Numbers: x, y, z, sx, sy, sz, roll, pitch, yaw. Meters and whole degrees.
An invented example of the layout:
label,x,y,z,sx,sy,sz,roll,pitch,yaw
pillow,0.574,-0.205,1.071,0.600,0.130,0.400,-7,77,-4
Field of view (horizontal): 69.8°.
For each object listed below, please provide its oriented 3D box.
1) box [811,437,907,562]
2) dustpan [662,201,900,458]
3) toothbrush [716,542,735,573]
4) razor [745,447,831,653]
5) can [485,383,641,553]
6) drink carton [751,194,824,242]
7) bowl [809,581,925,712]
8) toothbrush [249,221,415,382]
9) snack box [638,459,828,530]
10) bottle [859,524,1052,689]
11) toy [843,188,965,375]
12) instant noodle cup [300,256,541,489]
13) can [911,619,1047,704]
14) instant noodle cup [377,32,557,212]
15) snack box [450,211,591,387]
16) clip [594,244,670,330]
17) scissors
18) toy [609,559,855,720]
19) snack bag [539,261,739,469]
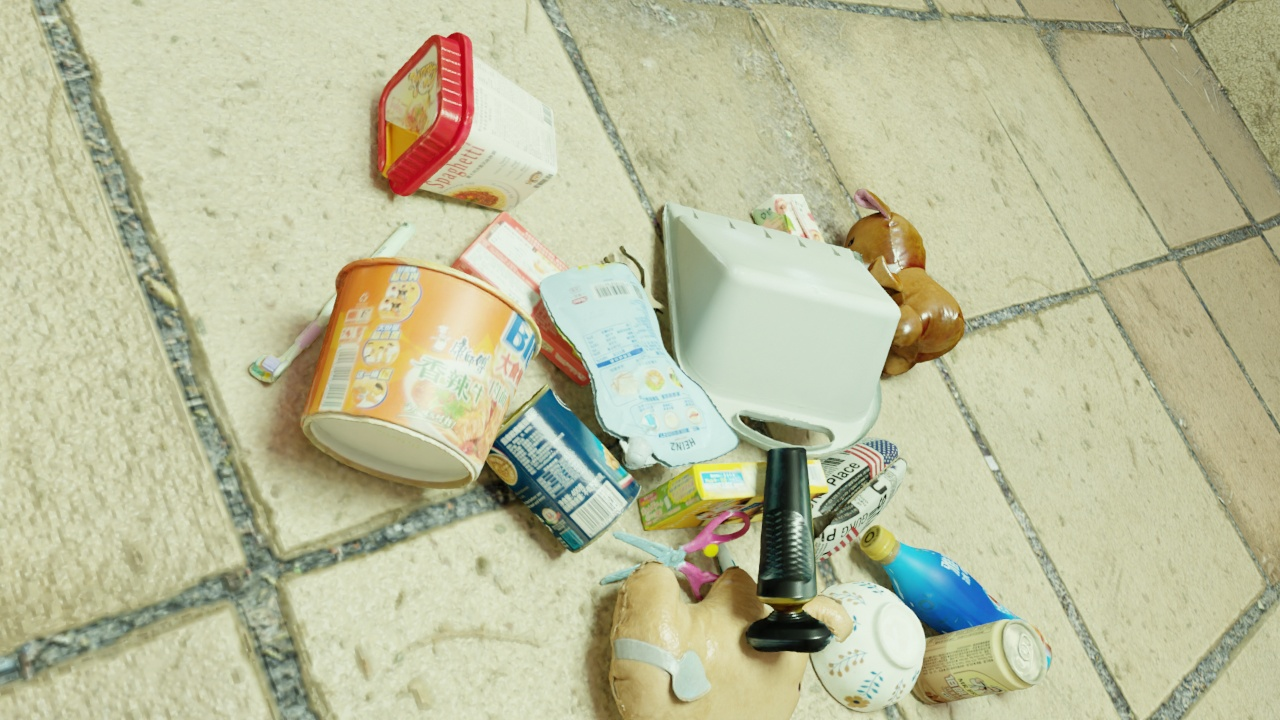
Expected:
label,x,y,z,sx,sy,sz,roll,pitch,yaw
box,0.190,0.119,0.877,0.162,0.076,0.088,-27,60,-39
dustpan,0.124,-0.030,0.867,0.222,0.143,0.257,13,20,-13
toothbrush,0.102,0.242,0.766,0.016,0.018,0.191,-8,71,-38
razor,0.113,0.141,0.703,0.067,0.062,0.167,57,32,-54
can,-0.061,0.083,0.699,0.111,0.076,0.075,48,48,-5
drink carton,0.173,-0.120,0.999,0.053,0.046,0.122,-9,72,-39
bowl,0.210,0.248,0.812,0.113,0.062,0.113,17,58,-29
toothbrush,-0.224,-0.051,0.695,0.189,0.029,0.020,-59,146,-41
snack box,0.079,0.113,0.775,0.140,0.087,0.033,5,63,-34
bottle,0.299,0.232,0.880,0.218,0.065,0.065,39,49,-12
toy,0.273,-0.085,1.016,0.130,0.140,0.199,-10,64,5
instant noodle cup,-0.155,0.015,0.630,0.151,0.152,0.111,25,61,-22
can,0.298,0.271,0.823,0.058,0.117,0.058,17,57,-27
instant noodle cup,-0.142,-0.191,0.776,0.124,0.117,0.116,17,56,-41
snack box,-0.084,-0.053,0.792,0.153,0.026,0.075,41,48,-10
clip,-0.003,-0.056,0.850,0.100,0.035,0.071,56,47,-8
scissors,0.031,0.167,0.742,0.134,0.017,0.113,-15,114,-17
toy,0.074,0.231,0.711,0.225,0.083,0.143,12,73,-33
snack bag,-0.004,0.004,0.751,0.110,0.039,0.191,-6,59,-42
